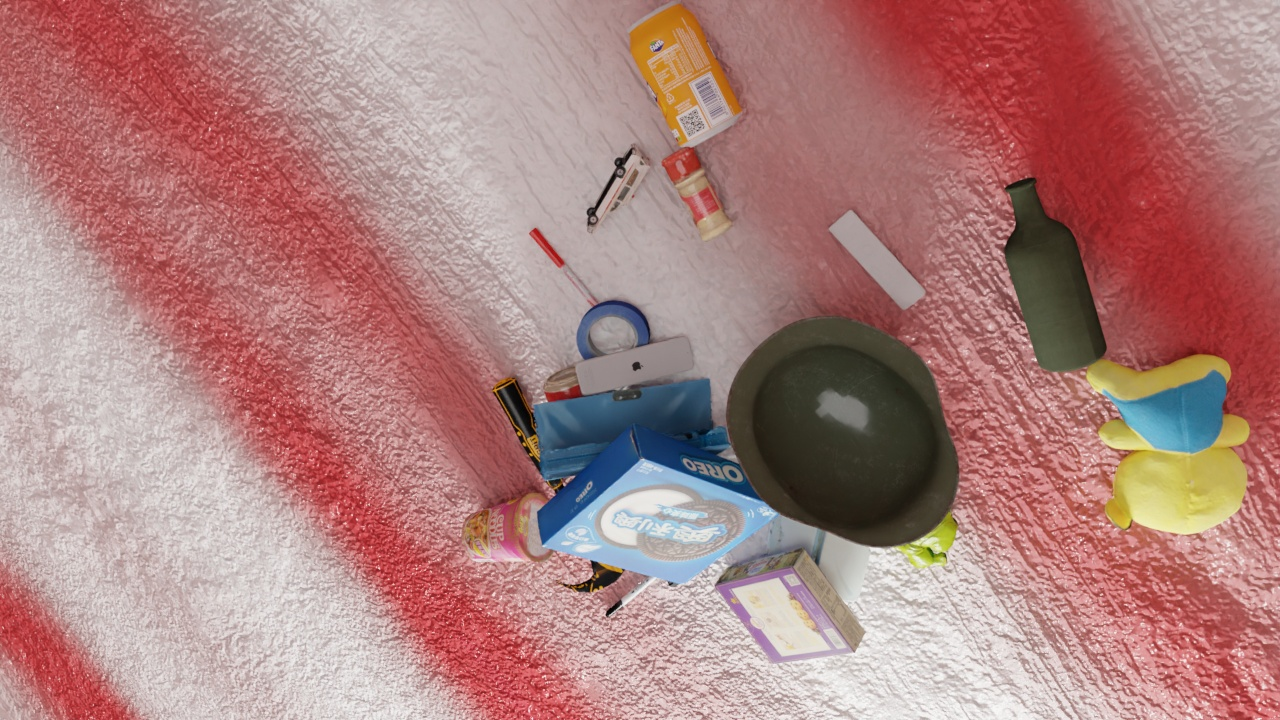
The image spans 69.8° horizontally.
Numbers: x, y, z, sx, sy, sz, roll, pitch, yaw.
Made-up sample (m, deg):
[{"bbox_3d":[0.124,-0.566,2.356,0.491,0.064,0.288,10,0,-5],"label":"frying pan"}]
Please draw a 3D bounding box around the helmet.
[{"bbox_3d":[0.235,0.090,1.052,0.227,0.154,0.268,-44,75,3],"label":"helmet"}]

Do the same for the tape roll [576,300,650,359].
[{"bbox_3d":[-0.034,-0.030,1.160,0.093,0.016,0.091,-3,114,8],"label":"tape roll"}]

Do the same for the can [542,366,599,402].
[{"bbox_3d":[-0.071,0.094,1.201,0.067,0.067,0.170,-13,107,20],"label":"can"}]

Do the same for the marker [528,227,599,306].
[{"bbox_3d":[-0.090,-0.110,1.159,0.013,0.012,0.142,-38,97,25],"label":"marker"}]

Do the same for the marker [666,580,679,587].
[{"bbox_3d":[0.090,0.267,1.248,0.141,0.016,0.016,-40,95,25],"label":"marker"}]

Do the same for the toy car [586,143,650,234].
[{"bbox_3d":[-0.027,-0.200,1.093,0.039,0.039,0.113,24,118,-17],"label":"toy car"}]

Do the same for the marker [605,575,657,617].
[{"bbox_3d":[-0.001,0.322,1.298,0.011,0.011,0.152,44,115,-3],"label":"marker"}]

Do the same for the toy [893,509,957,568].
[{"bbox_3d":[0.354,0.217,1.143,0.094,0.036,0.094,45,122,-4],"label":"toy"}]

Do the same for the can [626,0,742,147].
[{"bbox_3d":[0.047,-0.311,1.003,0.079,0.079,0.142,-24,102,23],"label":"can"}]

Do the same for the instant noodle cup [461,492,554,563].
[{"bbox_3d":[-0.187,0.240,1.281,0.109,0.097,0.098,-14,106,28],"label":"instant noodle cup"}]

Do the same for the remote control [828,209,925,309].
[{"bbox_3d":[0.271,-0.115,1.050,0.131,0.012,0.033,46,113,-4],"label":"remote control"}]

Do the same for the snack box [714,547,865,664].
[{"bbox_3d":[0.193,0.325,1.201,0.148,0.040,0.143,-28,101,46],"label":"snack box"}]

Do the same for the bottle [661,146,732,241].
[{"bbox_3d":[0.066,-0.193,1.064,0.044,0.044,0.109,-24,103,23],"label":"bottle"}]

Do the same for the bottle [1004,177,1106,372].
[{"bbox_3d":[0.434,-0.092,0.980,0.072,0.071,0.207,-18,105,21],"label":"bottle"}]

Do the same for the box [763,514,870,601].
[{"bbox_3d":[0.234,0.215,1.176,0.136,0.049,0.197,13,113,12],"label":"box"}]

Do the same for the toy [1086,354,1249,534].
[{"bbox_3d":[0.582,0.100,1.005,0.149,0.083,0.214,-7,105,20],"label":"toy"}]

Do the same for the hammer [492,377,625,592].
[{"bbox_3d":[-0.117,0.169,1.247,0.123,0.036,0.320,-29,98,-7],"label":"hammer"}]

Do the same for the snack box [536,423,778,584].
[{"bbox_3d":[0.024,0.183,1.120,0.238,0.056,0.196,23,127,-34],"label":"snack box"}]

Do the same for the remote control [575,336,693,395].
[{"bbox_3d":[-0.007,0.007,1.150,0.146,0.008,0.045,-14,107,-4],"label":"remote control"}]

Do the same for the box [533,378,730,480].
[{"bbox_3d":[-0.015,0.082,1.140,0.231,0.094,0.102,-8,80,-7],"label":"box"}]
